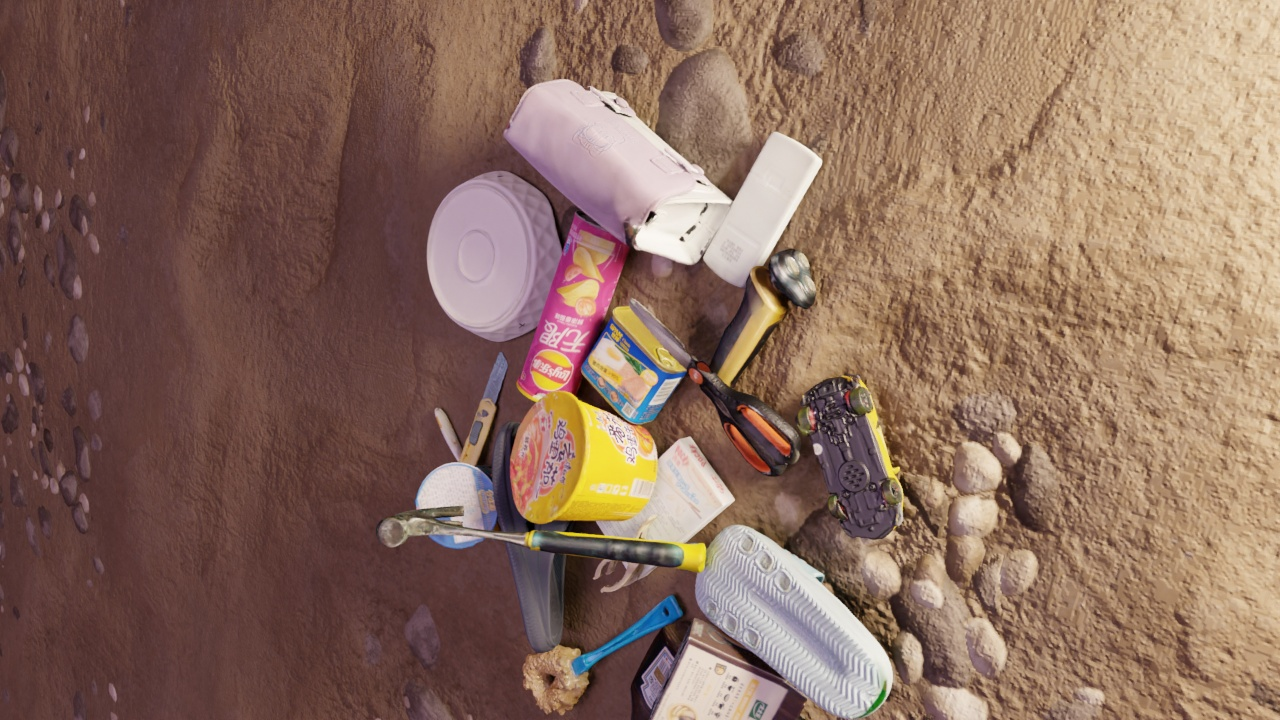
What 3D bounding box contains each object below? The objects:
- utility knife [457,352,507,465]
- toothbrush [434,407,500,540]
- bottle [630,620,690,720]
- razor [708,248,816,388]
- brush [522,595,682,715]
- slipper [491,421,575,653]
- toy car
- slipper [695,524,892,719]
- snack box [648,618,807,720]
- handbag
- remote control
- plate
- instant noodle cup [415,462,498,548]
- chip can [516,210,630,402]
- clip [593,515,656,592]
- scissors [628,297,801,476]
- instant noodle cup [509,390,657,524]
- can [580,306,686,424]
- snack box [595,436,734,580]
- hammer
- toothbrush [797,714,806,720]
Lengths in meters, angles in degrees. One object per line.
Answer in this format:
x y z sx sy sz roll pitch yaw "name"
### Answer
-0.203 0.089 1.149 0.031 0.022 0.211 25 97 19 "utility knife"
-0.223 0.145 1.175 0.018 0.016 0.191 -41 71 40 "toothbrush"
0.020 0.378 1.002 0.080 0.044 0.195 45 122 40 "bottle"
0.113 -0.031 0.895 0.067 0.062 0.168 38 121 15 "razor"
-0.045 0.334 1.055 0.255 0.045 0.083 -38 68 28 "brush"
-0.106 0.198 1.056 0.083 0.110 0.268 -10 90 7 "slipper"
0.196 0.089 0.850 0.071 0.041 0.155 -25 76 35 "toy car"
0.147 0.242 0.878 0.245 0.074 0.104 34 108 47 "slipper"
0.086 0.334 0.904 0.125 0.053 0.113 23 108 4 "snack box"
-0.020 -0.191 0.917 0.197 0.144 0.099 45 120 23 "handbag"
0.118 -0.145 0.896 0.058 0.021 0.150 41 116 26 "remote control"
-0.183 -0.125 1.102 0.205 0.045 0.205 4 97 36 "plate"
-0.201 0.164 1.092 0.099 0.110 0.099 0 90 8 "instant noodle cup"
-0.073 -0.055 1.012 0.071 0.071 0.211 32 112 29 "chip can"
-0.008 0.211 0.982 0.100 0.034 0.071 -42 70 27 "clip"
0.062 0.030 0.912 0.235 0.021 0.142 35 149 27 "scissors"
-0.056 0.110 0.974 0.138 0.109 0.137 -22 61 45 "instant noodle cup"
-0.006 0.006 0.980 0.102 0.057 0.083 47 121 23 "can"
0.023 0.162 0.991 0.157 0.026 0.084 -46 68 30 "snack box"
-0.094 0.184 0.942 0.323 0.126 0.032 5 89 7 "hammer"
0.153 0.364 0.918 0.213 0.026 0.027 32 124 33 "toothbrush"
